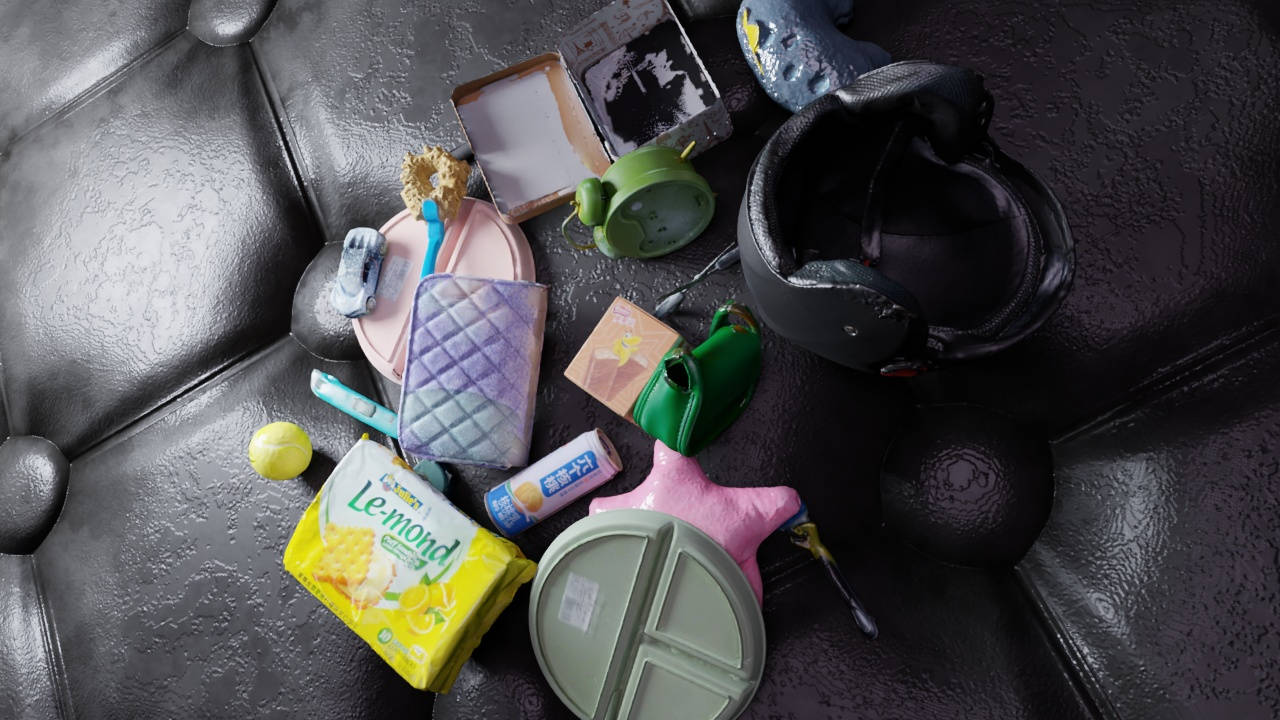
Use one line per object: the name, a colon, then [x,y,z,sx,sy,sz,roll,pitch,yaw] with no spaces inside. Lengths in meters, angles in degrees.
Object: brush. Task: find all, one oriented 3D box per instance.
brush: [-0.230,-0.118,0.998,0.083,0.046,0.254,0,76,9]

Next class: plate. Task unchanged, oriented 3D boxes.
plate: [-0.001,0.247,0.831,0.230,0.027,0.230,3,100,19]
plate: [-0.227,-0.080,1.028,0.230,0.028,0.229,-4,76,17]

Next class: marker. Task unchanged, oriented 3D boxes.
marker: [-0.163,-0.263,1.058,0.132,0.020,0.022,-27,48,10]

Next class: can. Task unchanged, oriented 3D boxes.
can: [-0.087,0.122,0.919,0.135,0.053,0.053,-32,70,8]

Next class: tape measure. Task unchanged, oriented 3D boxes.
tape measure: [-0.226,0.133,0.975,0.058,0.025,0.054,-44,67,4]

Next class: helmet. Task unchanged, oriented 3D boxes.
helmet: [0.215,-0.102,0.792,0.274,0.230,0.233,21,75,-2]

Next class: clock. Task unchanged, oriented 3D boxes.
clock: [-0.003,-0.155,0.931,0.161,0.116,0.056,-24,59,7]

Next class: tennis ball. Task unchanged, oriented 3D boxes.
tennis ball: [-0.398,0.100,1.014,0.065,0.065,0.065,-4,75,16]

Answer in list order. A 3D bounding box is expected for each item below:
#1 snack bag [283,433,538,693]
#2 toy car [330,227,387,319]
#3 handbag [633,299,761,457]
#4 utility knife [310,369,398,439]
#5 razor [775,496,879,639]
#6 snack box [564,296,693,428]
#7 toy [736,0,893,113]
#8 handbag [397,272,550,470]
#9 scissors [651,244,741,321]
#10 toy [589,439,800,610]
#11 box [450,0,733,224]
snack bag: [-0.234,0.199,0.914,0.246,0.068,0.158,33,88,22]
toy car: [-0.317,-0.099,1.028,0.049,0.031,0.105,5,79,19]
handbag: [0.057,0.016,0.854,0.068,0.131,0.120,31,131,24]
utility knife: [-0.301,0.057,1.023,0.193,0.013,0.029,24,85,21]
razor: [0.173,0.190,0.839,0.043,0.022,0.142,-46,69,31]
snack box: [-0.005,0.005,0.902,0.077,0.092,0.094,34,88,22]
toy: [0.174,-0.325,0.932,0.138,0.091,0.356,-27,72,-4]
handbag: [-0.170,0.009,0.941,0.134,0.075,0.194,7,90,0]
scissors: [0.052,-0.076,0.881,0.160,0.176,0.014,-40,84,35]
toy: [0.038,0.166,0.860,0.195,0.074,0.178,23,86,24]
box: [-0.056,-0.265,0.987,0.262,0.088,0.178,-28,70,8]
